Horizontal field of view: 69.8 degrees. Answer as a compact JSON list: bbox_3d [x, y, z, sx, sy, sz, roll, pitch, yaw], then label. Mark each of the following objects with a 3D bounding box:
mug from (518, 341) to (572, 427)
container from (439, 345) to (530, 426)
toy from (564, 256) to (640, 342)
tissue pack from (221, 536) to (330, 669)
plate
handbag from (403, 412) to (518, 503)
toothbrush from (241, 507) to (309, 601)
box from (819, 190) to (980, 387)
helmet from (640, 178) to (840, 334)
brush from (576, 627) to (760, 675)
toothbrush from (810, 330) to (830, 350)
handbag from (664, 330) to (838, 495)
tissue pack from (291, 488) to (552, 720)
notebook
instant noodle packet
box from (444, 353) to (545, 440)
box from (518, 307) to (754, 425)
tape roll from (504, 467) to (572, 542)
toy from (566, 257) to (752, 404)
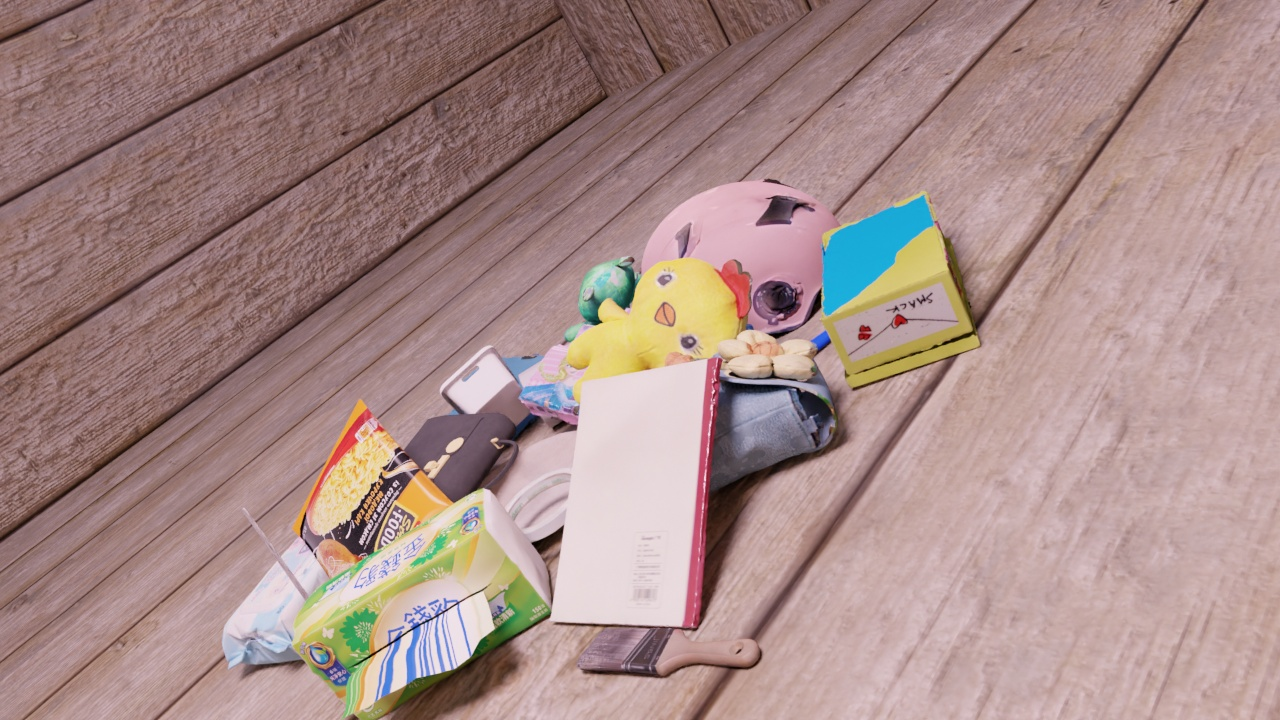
[{"bbox_3d":[-0.091,0.021,1.104,0.089,0.073,0.105,-32,21,-1],"label":"mug"},{"bbox_3d":[-0.175,0.045,1.082,0.080,0.129,0.049,-43,68,-10],"label":"container"},{"bbox_3d":[-0.032,-0.063,1.117,0.072,0.193,0.130,38,74,21],"label":"toy"},{"bbox_3d":[-0.358,0.245,0.978,0.112,0.070,0.181,-16,27,34],"label":"tissue pack"},{"bbox_3d":[-0.110,0.141,0.931,0.189,0.027,0.188,-27,22,11],"label":"plate"},{"bbox_3d":[-0.195,0.128,0.961,0.196,0.072,0.175,-20,29,43],"label":"handbag"},{"bbox_3d":[-0.318,0.206,0.857,0.010,0.181,0.010,-8,28,35],"label":"toothbrush"},{"bbox_3d":[0.240,-0.075,0.872,0.125,0.081,0.220,-22,20,20],"label":"box"},{"bbox_3d":[0.113,-0.124,1.064,0.256,0.152,0.229,-19,20,14],"label":"helmet"},{"bbox_3d":[0.018,0.204,0.642,0.152,0.012,0.038,-13,28,39],"label":"brush"},{"bbox_3d":[0.137,0.015,0.899,0.182,0.018,0.016,-36,21,-18],"label":"toothbrush"},{"bbox_3d":[0.068,0.040,0.789,0.192,0.119,0.121,-22,24,12],"label":"handbag"},{"bbox_3d":[-0.177,0.217,0.749,0.198,0.120,0.141,-37,22,4],"label":"tissue pack"},{"bbox_3d":[-0.005,0.106,0.736,0.153,0.012,0.208,-11,64,40],"label":"notebook"},{"bbox_3d":[-0.263,0.157,0.897,0.221,0.032,0.160,36,100,40],"label":"instant noodle packet"},{"bbox_3d":[-0.196,0.054,1.233,0.232,0.033,0.174,-3,36,50],"label":"box"},{"bbox_3d":[-0.006,0.006,0.967,0.231,0.035,0.159,11,59,39],"label":"box"},{"bbox_3d":[-0.090,0.135,0.856,0.093,0.013,0.093,-27,21,11],"label":"tape roll"},{"bbox_3d":[0.020,-0.023,0.886,0.208,0.092,0.133,-22,64,12],"label":"toy"}]
